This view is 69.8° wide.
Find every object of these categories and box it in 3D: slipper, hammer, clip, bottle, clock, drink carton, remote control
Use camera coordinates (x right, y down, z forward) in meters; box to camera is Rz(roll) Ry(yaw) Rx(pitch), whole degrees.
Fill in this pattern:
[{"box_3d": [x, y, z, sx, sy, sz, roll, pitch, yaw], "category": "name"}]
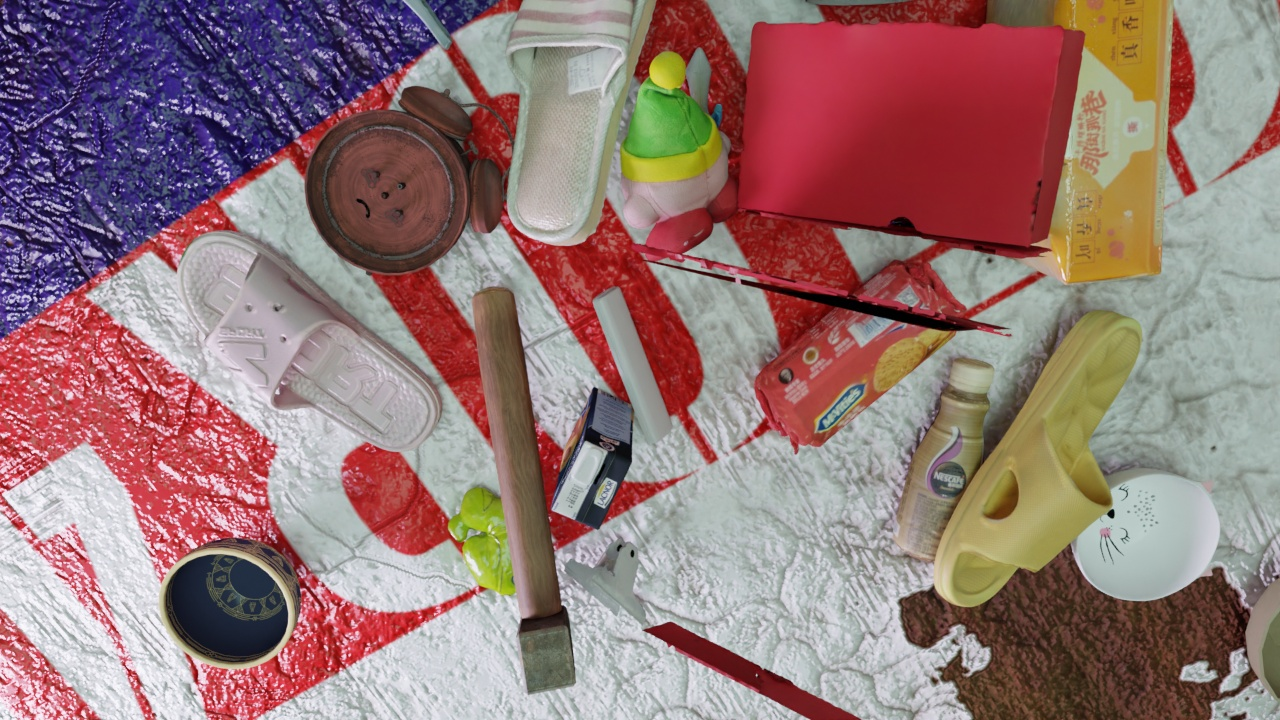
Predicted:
[{"box_3d": [-0.269, -0.005, 0.731, 0.239, 0.064, 0.094, 38, 103, -11], "category": "slipper"}, {"box_3d": [-0.093, 0.089, 0.718, 0.037, 0.158, 0.300, -9, 85, -6], "category": "hammer"}, {"box_3d": [-0.201, -0.288, 0.668, 0.163, 0.028, 0.112, 30, 106, -7], "category": "clip"}, {"box_3d": [-0.047, -0.212, 0.640, 0.115, 0.052, 0.263, 18, 101, 33], "category": "slipper"}, {"box_3d": [0.253, 0.080, 0.750, 0.059, 0.059, 0.166, 8, 105, -2], "category": "bottle"}, {"box_3d": [-0.019, 0.186, 0.782, 0.056, 0.056, 0.102, -37, 136, -2], "category": "clip"}, {"box_3d": [-0.168, -0.135, 0.687, 0.158, 0.072, 0.120, -27, 104, 9], "category": "clock"}, {"box_3d": [-0.035, 0.074, 0.714, 0.040, 0.130, 0.064, 24, 105, -7], "category": "drink carton"}, {"box_3d": [-0.004, 0.004, 0.744, 0.012, 0.033, 0.131, -11, 108, 35], "category": "remote control"}, {"box_3d": [0.328, 0.088, 0.716, 0.099, 0.078, 0.263, 23, 96, -42], "category": "slipper"}]

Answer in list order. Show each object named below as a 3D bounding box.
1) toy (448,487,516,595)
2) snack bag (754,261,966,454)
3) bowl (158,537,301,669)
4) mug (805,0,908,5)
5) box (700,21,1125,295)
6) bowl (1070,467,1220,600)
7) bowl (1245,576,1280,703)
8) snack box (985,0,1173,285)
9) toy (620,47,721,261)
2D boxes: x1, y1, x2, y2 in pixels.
[{"box_3d": [-0.120, 0.158, 0.790, 0.094, 0.036, 0.093, 11, 98, -4], "category": "toy"}, {"box_3d": [0.167, -0.007, 0.720, 0.176, 0.082, 0.082, -40, 102, 10], "category": "snack bag"}, {"box_3d": [-0.344, 0.199, 0.790, 0.112, 0.061, 0.112, 0, 106, 1], "category": "bowl"}, {"box_3d": [0.141, -0.300, 0.638, 0.122, 0.085, 0.094, 8, 107, 29], "category": "mug"}, {"box_3d": [0.235, -0.144, 0.690, 0.217, 0.350, 0.198, 17, 110, 38], "category": "box"}, {"box_3d": [0.412, 0.138, 0.768, 0.115, 0.050, 0.115, 0, 106, 1], "category": "bowl"}, {"box_3d": [0.595, 0.231, 0.792, 0.152, 0.050, 0.152, 0, 106, 1], "category": "bowl"}, {"box_3d": [0.289, -0.162, 0.635, 0.080, 0.145, 0.195, -6, 106, 2], "category": "snack box"}, {"box_3d": [0.032, -0.155, 0.660, 0.124, 0.097, 0.131, -39, 111, -26], "category": "toy"}]
